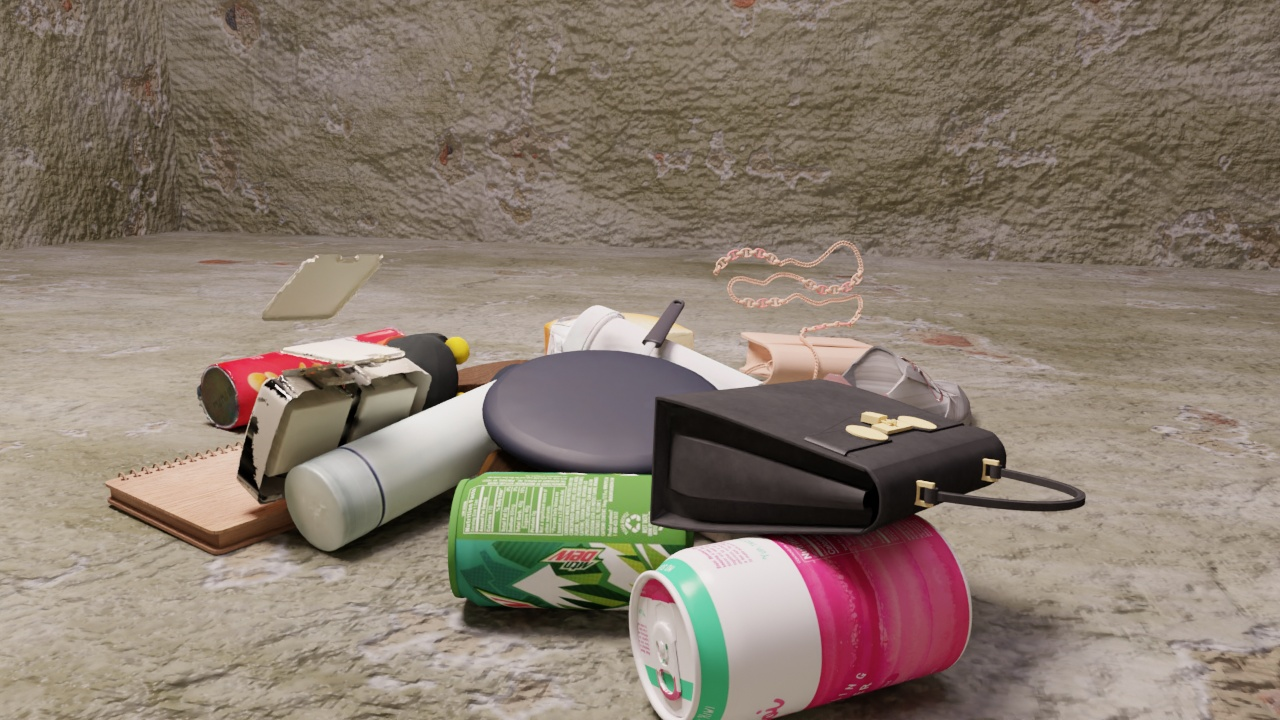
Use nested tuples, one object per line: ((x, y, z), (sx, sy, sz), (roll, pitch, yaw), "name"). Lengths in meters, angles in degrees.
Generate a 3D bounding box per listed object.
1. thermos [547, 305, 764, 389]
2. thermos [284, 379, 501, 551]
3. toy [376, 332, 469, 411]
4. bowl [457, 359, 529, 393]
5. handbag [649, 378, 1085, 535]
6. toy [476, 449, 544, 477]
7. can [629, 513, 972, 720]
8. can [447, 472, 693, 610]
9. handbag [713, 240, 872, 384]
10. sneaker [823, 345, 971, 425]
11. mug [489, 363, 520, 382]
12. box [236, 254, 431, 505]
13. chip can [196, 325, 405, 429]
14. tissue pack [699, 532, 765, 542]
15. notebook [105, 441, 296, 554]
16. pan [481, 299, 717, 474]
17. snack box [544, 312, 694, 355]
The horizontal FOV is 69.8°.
((0.010, 0.015, 0.909), (0.220, 0.099, 0.099), (22, 21, 24), "thermos")
((-0.165, 0.072, 0.725), (0.068, 0.068, 0.229), (10, 22, 34), "thermos")
((-0.246, 0.022, 0.946), (0.119, 0.097, 0.099), (-11, -13, 27), "toy")
((-0.171, 0.027, 1.035), (0.118, 0.030, 0.117), (-9, 11, 2), "bowl")
((0.138, 0.061, 0.507), (0.196, 0.072, 0.175), (7, 7, 40), "handbag")
((-0.090, 0.090, 0.718), (0.076, 0.062, 0.099), (-35, 3, 40), "toy")
((0.084, 0.132, 0.475), (0.165, 0.088, 0.088), (-5, 14, -24), "can")
((-0.040, 0.112, 0.570), (0.144, 0.083, 0.083), (1, 13, 1), "can")
((0.197, -0.054, 1.086), (0.198, 0.187, 0.117), (2, 5, -15), "handbag")
((0.264, 0.030, 0.939), (0.235, 0.089, 0.099), (-11, 17, -42), "sneaker")
((-0.113, 0.043, 0.882), (0.105, 0.071, 0.077), (4, 7, -45), "mug")
((-0.238, -0.008, 0.695), (0.101, 0.194, 0.143), (33, 21, 23), "box")
((-0.358, 0.016, 1.007), (0.073, 0.073, 0.232), (9, 16, 33), "chip can")
((0.089, 0.103, 0.690), (0.103, 0.071, 0.182), (-26, 23, -30), "tissue pack")
((-0.302, 0.097, 0.765), (0.169, 0.022, 0.209), (11, 16, 34), "notebook")
((-0.005, 0.005, 0.800), (0.199, 0.021, 0.355), (10, 26, 12), "pan")
((-0.033, -0.016, 1.104), (0.145, 0.080, 0.195), (-3, 7, -14), "snack box")
